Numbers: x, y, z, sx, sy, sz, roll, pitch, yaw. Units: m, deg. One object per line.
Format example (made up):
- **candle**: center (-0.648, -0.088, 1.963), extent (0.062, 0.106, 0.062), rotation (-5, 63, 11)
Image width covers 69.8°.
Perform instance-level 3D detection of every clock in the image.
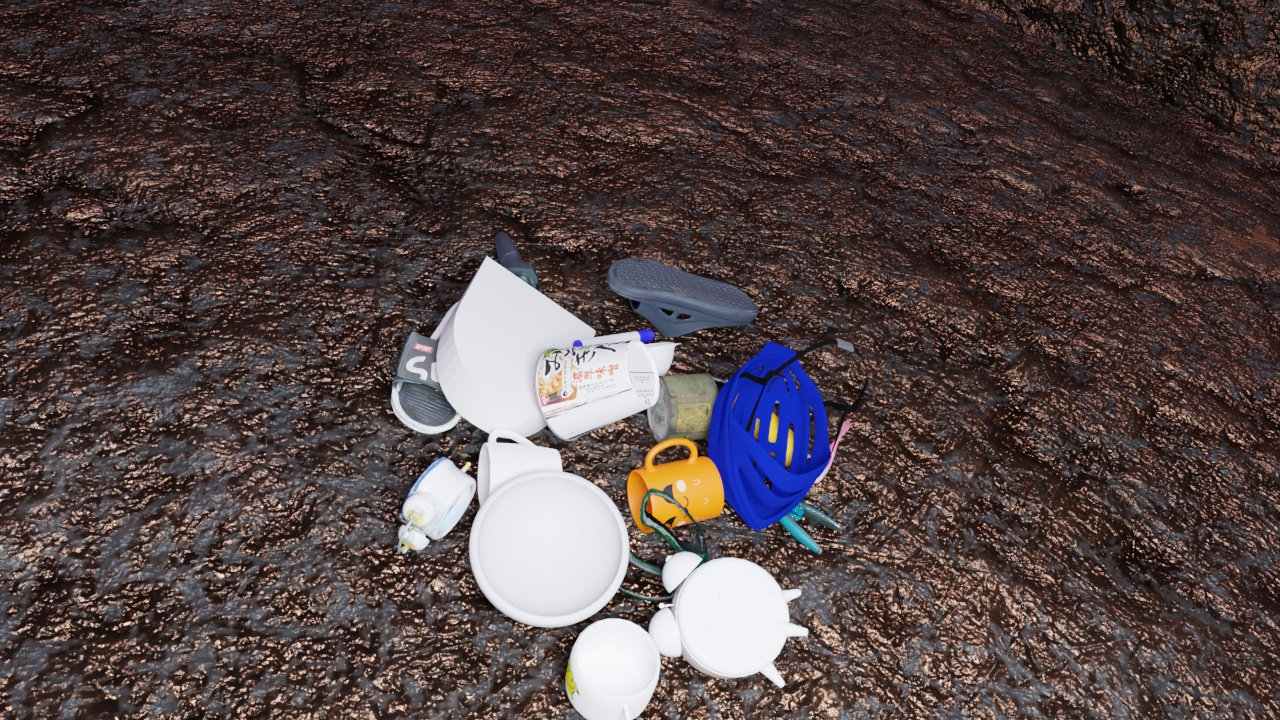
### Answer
- **clock**: center (0.096, 0.279, 1.001), extent (0.161, 0.073, 0.125), rotation (17, 66, -3)
- **clock**: center (-0.239, 0.168, 1.046), extent (0.052, 0.089, 0.125), rotation (32, 45, 8)

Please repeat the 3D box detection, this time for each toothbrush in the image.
- **toothbrush**: center (0.263, 0.128, 1.273), extent (0.021, 0.016, 0.134), rotation (29, 48, 16)

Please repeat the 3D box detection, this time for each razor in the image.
- **razor**: center (-0.197, -0.153, 1.421), extent (0.052, 0.047, 0.142), rotation (-24, 48, -3)

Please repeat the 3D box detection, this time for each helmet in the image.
- **helmet**: center (0.183, 0.075, 1.123), extent (0.147, 0.228, 0.241), rotation (18, 59, -19)

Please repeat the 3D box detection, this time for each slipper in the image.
- **slipper**: center (0.055, -0.086, 1.401), extent (0.267, 0.083, 0.110), rotation (10, 32, -31)
- **slipper**: center (-0.256, -0.010, 1.244), extent (0.111, 0.063, 0.263), rotation (20, 41, 6)

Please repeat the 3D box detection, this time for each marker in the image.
- **marker**: center (0.164, 0.046, 1.333), extent (0.152, 0.011, 0.011), rotation (18, 44, 3)
- **marker**: center (-0.037, -0.029, 1.324), extent (0.141, 0.020, 0.020), rotation (-10, 47, -43)

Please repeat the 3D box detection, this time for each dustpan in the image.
- **dustpan**: center (-0.174, -0.007, 1.238), extent (0.191, 0.053, 0.257), rotation (35, 33, -15)

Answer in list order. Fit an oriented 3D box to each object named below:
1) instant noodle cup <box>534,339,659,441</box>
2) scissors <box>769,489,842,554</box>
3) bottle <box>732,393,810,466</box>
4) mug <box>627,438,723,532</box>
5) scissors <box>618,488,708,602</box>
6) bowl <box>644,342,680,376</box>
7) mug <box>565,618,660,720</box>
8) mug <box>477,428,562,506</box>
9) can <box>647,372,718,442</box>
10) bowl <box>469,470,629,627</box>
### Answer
- **instant noodle cup**: center (-0.049, 0.030, 1.161), extent (0.122, 0.124, 0.123), rotation (-15, 36, 25)
- **scissors**: center (0.192, 0.195, 1.182), extent (0.154, 0.019, 0.126), rotation (5, 42, -8)
- **bottle**: center (0.181, 0.100, 1.257), extent (0.043, 0.043, 0.143), rotation (-23, 55, -33)
- **mug**: center (0.042, 0.148, 1.124), extent (0.095, 0.113, 0.078), rotation (-9, 19, -23)
- **scissors**: center (0.044, 0.262, 1.059), extent (0.137, 0.015, 0.209), rotation (-43, 85, -6)
- **bowl**: center (-0.008, 0.007, 1.275), extent (0.115, 0.050, 0.114), rotation (-8, 4, 0)
- **mug**: center (-0.027, 0.332, 0.947), extent (0.094, 0.068, 0.115), rotation (-2, 46, -17)
- **mug**: center (-0.149, 0.128, 1.115), extent (0.087, 0.081, 0.114), rotation (3, 45, -20)
- **can**: center (0.057, 0.063, 1.229), extent (0.074, 0.090, 0.089), rotation (-3, 46, -18)
- **bowl**: center (-0.104, 0.217, 1.034), extent (0.176, 0.066, 0.176), rotation (5, 60, -9)
